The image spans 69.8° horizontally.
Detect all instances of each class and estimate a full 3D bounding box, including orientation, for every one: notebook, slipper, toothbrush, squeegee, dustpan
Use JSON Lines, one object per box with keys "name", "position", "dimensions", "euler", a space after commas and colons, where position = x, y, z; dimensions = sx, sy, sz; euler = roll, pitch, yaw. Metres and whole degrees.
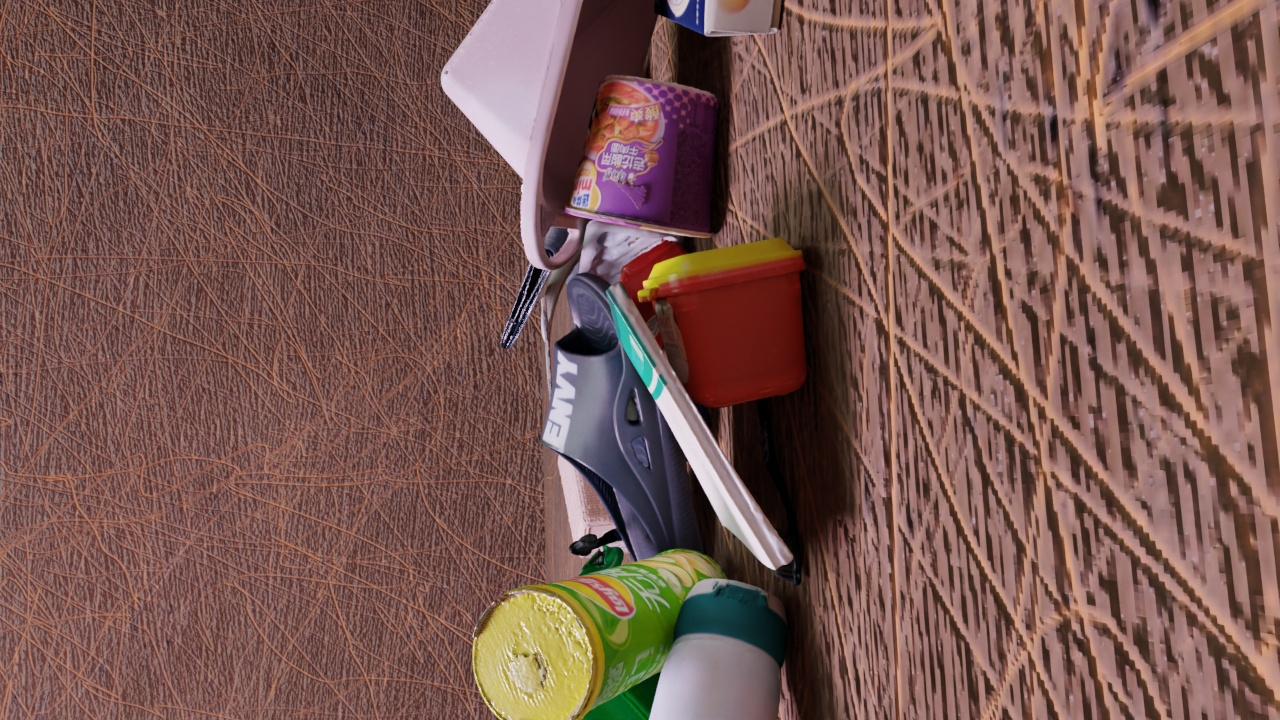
{"name": "notebook", "position": [0.025, 0.036, 0.517], "dimensions": [0.150, 0.012, 0.209], "euler": [59, 177, 4]}
{"name": "slipper", "position": [-0.021, 0.070, 0.680], "dimensions": [0.111, 0.083, 0.268], "euler": [10, 118, 64]}
{"name": "toothbrush", "position": [-0.014, 0.144, 0.770], "dimensions": [0.016, 0.014, 0.189], "euler": [-50, -19, 13]}
{"name": "squeegee", "position": [-0.057, -0.104, 0.900], "dimensions": [0.247, 0.039, 0.246], "euler": [101, -169, -70]}
{"name": "toothbrush", "position": [0.070, 0.039, 0.527], "dimensions": [0.014, 0.016, 0.188], "euler": [97, 169, -55]}
{"name": "dustpan", "position": [-0.026, -0.210, 0.684], "dimensions": [0.274, 0.139, 0.222], "euler": [-46, -4, 15]}

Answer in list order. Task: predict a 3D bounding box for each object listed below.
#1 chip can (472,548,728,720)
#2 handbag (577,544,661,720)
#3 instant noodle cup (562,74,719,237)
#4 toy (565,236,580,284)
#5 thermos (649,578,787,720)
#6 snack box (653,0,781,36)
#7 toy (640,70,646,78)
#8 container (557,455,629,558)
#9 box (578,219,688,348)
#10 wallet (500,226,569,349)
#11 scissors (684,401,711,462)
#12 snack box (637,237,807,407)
{"name": "chip can", "position": [-0.009, 0.156, 0.541], "dimensions": [0.221, 0.073, 0.072], "euler": [14, -107, -65]}
{"name": "handbag", "position": [-0.012, 0.212, 0.663], "dimensions": [0.068, 0.131, 0.120], "euler": [-36, 9, 28]}
{"name": "instant noodle cup", "position": [0.005, -0.144, 0.648], "dimensions": [0.111, 0.111, 0.099], "euler": [-126, 43, -74]}
{"name": "toy", "position": [-0.068, -0.245, 1.001], "dimensions": [0.137, 0.091, 0.357], "euler": [-27, -50, -58]}
{"name": "thermos", "position": [0.028, 0.216, 0.456], "dimensions": [0.073, 0.073, 0.223], "euler": [102, -174, -52]}
{"name": "snack box", "position": [0.047, -0.297, 0.550], "dimensions": [0.182, 0.045, 0.178], "euler": [-110, 21, -64]}
{"name": "toy", "position": [-0.038, -0.226, 0.910], "dimensions": [0.105, 0.066, 0.157], "euler": [116, 173, -83]}
{"name": "container", "position": [-0.030, 0.129, 0.910], "dimensions": [0.090, 0.090, 0.110], "euler": [102, 161, -52]}
{"name": "box", "position": [-0.018, -0.053, 0.803], "dimensions": [0.091, 0.094, 0.202], "euler": [45, 156, 14]}
{"name": "wallet", "position": [-0.089, -0.077, 0.819], "dimensions": [0.121, 0.019, 0.097], "euler": [-60, 7, 36]}
{"name": "scissors", "position": [-0.005, 0.015, 0.729], "dimensions": [0.173, 0.012, 0.128], "euler": [28, 139, 47]}
{"name": "snack box", "position": [0.045, -0.019, 0.489], "dimensions": [0.091, 0.082, 0.080], "euler": [-161, 61, -81]}
